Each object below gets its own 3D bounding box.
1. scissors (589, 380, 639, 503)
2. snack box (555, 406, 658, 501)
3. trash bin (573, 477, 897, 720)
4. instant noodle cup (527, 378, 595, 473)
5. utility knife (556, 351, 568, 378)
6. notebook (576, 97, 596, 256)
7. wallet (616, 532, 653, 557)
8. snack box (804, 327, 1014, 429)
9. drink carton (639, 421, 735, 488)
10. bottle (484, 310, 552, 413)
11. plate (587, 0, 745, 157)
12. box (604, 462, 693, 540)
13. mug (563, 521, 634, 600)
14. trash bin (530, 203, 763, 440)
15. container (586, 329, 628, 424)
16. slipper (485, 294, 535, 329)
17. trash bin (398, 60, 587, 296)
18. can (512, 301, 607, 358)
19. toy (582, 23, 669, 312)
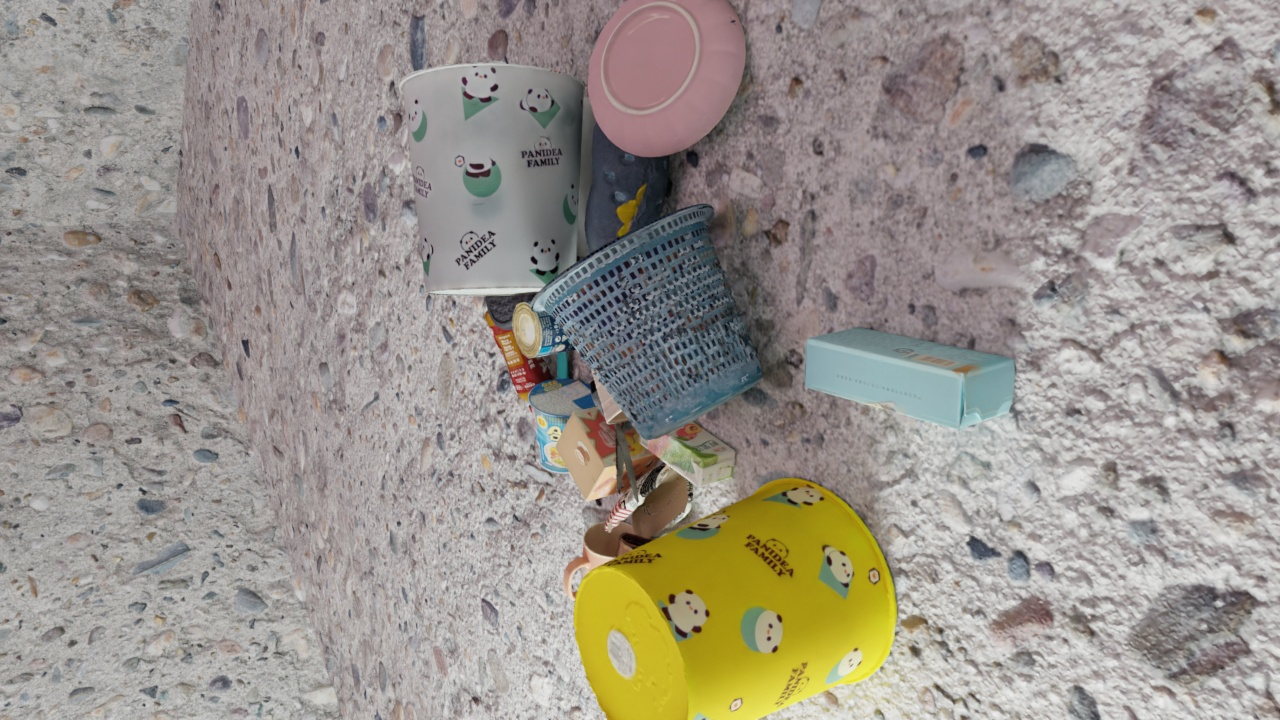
[{"bbox_3d":[-0.028,0.093,1.145,0.014,0.164,0.163,-37,91,31],"label":"scissors"},{"bbox_3d":[-0.042,0.117,1.202,0.092,0.094,0.077,57,139,27],"label":"snack box"},{"bbox_3d":[0.087,0.261,0.931,0.230,0.254,0.230,20,116,50],"label":"trash bin"},{"bbox_3d":[-0.109,0.097,1.296,0.099,0.099,0.110,37,134,43],"label":"instant noodle cup"},{"bbox_3d":[-0.113,0.050,1.350,0.029,0.013,0.175,30,126,49],"label":"utility knife"},{"bbox_3d":[-0.063,-0.237,1.202,0.150,0.012,0.209,17,114,49],"label":"notebook"},{"bbox_3d":[0.022,0.283,1.173,0.125,0.032,0.101,13,114,20],"label":"wallet"},{"bbox_3d":[0.234,0.012,0.817,0.175,0.074,0.052,18,113,50],"label":"snack box"},{"bbox_3d":[0.054,0.106,1.104,0.122,0.053,0.046,33,126,45],"label":"drink carton"},{"bbox_3d":[-0.172,0.000,1.355,0.058,0.057,0.175,-3,112,54],"label":"bottle"},{"bbox_3d":[0.018,-0.317,0.981,0.193,0.039,0.192,-3,83,31],"label":"plate"},{"bbox_3d":[0.020,0.188,1.177,0.086,0.076,0.164,35,139,-1],"label":"box"},{"bbox_3d":[-0.053,0.290,1.249,0.082,0.114,0.106,34,127,45],"label":"mug"},{"bbox_3d":[0.023,-0.029,0.996,0.227,0.225,0.195,-31,86,52],"label":"trash bin"},{"bbox_3d":[-0.007,0.007,1.132,0.090,0.090,0.111,-42,63,50],"label":"container"},{"bbox_3d":[-0.147,-0.172,1.291,0.111,0.083,0.268,0,82,48],"label":"slipper"},{"bbox_3d":[-0.177,-0.209,1.128,0.230,0.229,0.252,1,93,54],"label":"trash bin"},{"bbox_3d":[-0.108,-0.048,1.231,0.075,0.111,0.075,19,115,50],"label":"can"},{"bbox_3d":[-0.026,-0.210,1.092,0.138,0.091,0.357,33,122,47],"label":"toy"}]
